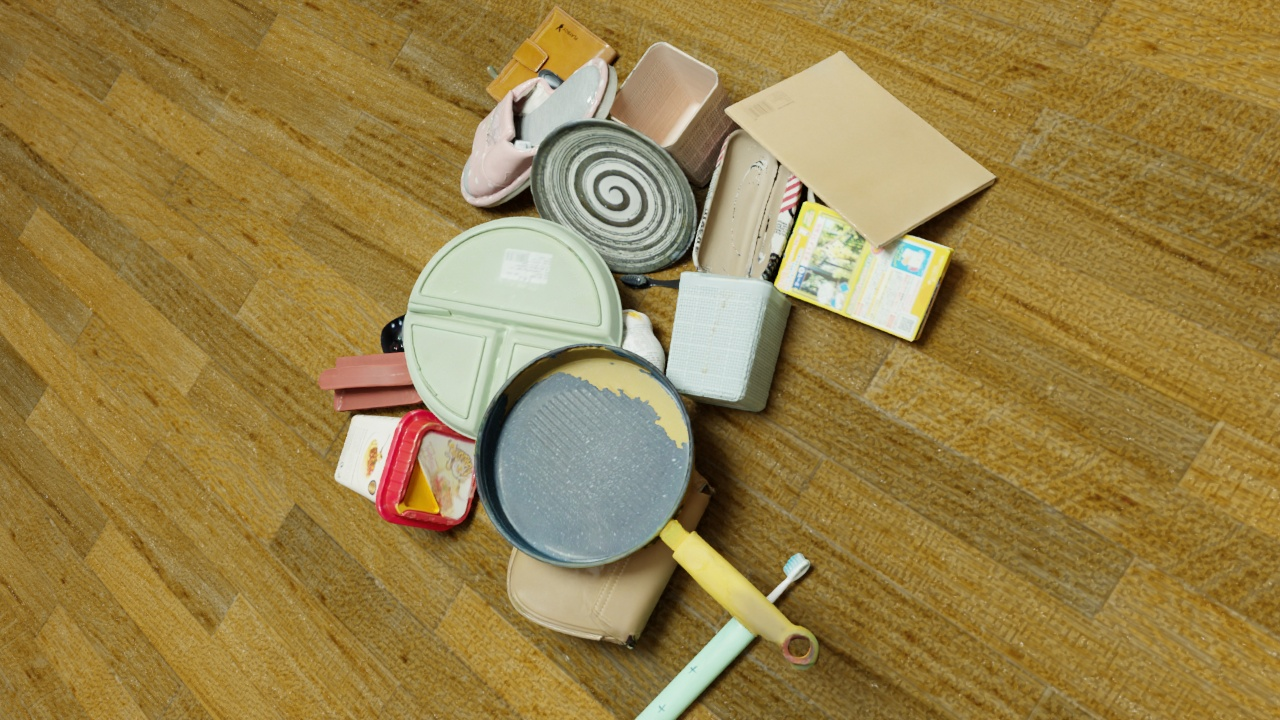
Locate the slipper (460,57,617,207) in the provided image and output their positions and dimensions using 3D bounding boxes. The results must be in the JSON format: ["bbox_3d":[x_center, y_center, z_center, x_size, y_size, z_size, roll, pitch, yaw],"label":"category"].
[{"bbox_3d":[-0.125,-0.242,0.972,0.275,0.054,0.114,-16,59,48],"label":"slipper"}]

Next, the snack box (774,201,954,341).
[{"bbox_3d":[0.201,-0.082,0.833,0.140,0.033,0.087,23,106,22],"label":"snack box"}]

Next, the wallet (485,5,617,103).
[{"bbox_3d":[-0.108,-0.335,1.062,0.119,0.035,0.131,43,96,20],"label":"wallet"}]

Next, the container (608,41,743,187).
[{"bbox_3d":[0.042,-0.241,0.922,0.090,0.111,0.090,38,93,28],"label":"container"}]

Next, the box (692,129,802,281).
[{"bbox_3d":[0.106,-0.151,0.887,0.085,0.075,0.162,14,81,0],"label":"box"}]

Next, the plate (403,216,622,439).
[{"bbox_3d":[-0.131,-0.033,0.896,0.230,0.027,0.230,-2,81,13],"label":"plate"}]

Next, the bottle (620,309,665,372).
[{"bbox_3d":[-0.005,0.005,0.904,0.063,0.063,0.108,-29,66,15],"label":"bottle"}]

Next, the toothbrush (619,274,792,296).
[{"bbox_3d":[0.065,-0.075,0.921,0.189,0.017,0.014,6,88,24],"label":"toothbrush"}]

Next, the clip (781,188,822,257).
[{"bbox_3d":[0.183,-0.137,0.875,0.098,0.035,0.099,14,87,28],"label":"clip"}]

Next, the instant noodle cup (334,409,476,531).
[{"bbox_3d":[-0.247,0.109,0.965,0.124,0.116,0.116,8,79,38],"label":"instant noodle cup"}]

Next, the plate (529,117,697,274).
[{"bbox_3d":[-0.025,-0.164,0.918,0.180,0.180,0.024,6,42,25],"label":"plate"}]

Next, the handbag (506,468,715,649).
[{"bbox_3d":[-0.028,0.159,0.859,0.148,0.099,0.204,27,88,20],"label":"handbag"}]

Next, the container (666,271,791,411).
[{"bbox_3d":[0.080,-0.015,0.860,0.090,0.090,0.111,10,83,26],"label":"container"}]

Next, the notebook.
[{"bbox_3d":[0.201,-0.202,0.854,0.149,0.012,0.211,-30,62,-20],"label":"notebook"}]

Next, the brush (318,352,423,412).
[{"bbox_3d":[-0.283,0.022,1.020,0.146,0.069,0.063,-5,80,23],"label":"brush"}]

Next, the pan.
[{"bbox_3d":[0.006,0.125,0.764,0.357,0.078,0.197,39,86,21],"label":"pan"}]

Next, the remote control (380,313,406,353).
[{"bbox_3d":[-0.236,-0.038,1.041,0.137,0.024,0.053,-18,72,22],"label":"remote control"}]

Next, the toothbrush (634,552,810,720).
[{"bbox_3d":[0.073,0.259,0.822,0.224,0.026,0.027,-48,41,6],"label":"toothbrush"}]

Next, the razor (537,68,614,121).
[{"bbox_3d":[-0.054,-0.284,1.015,0.143,0.022,0.043,33,104,13],"label":"razor"}]
